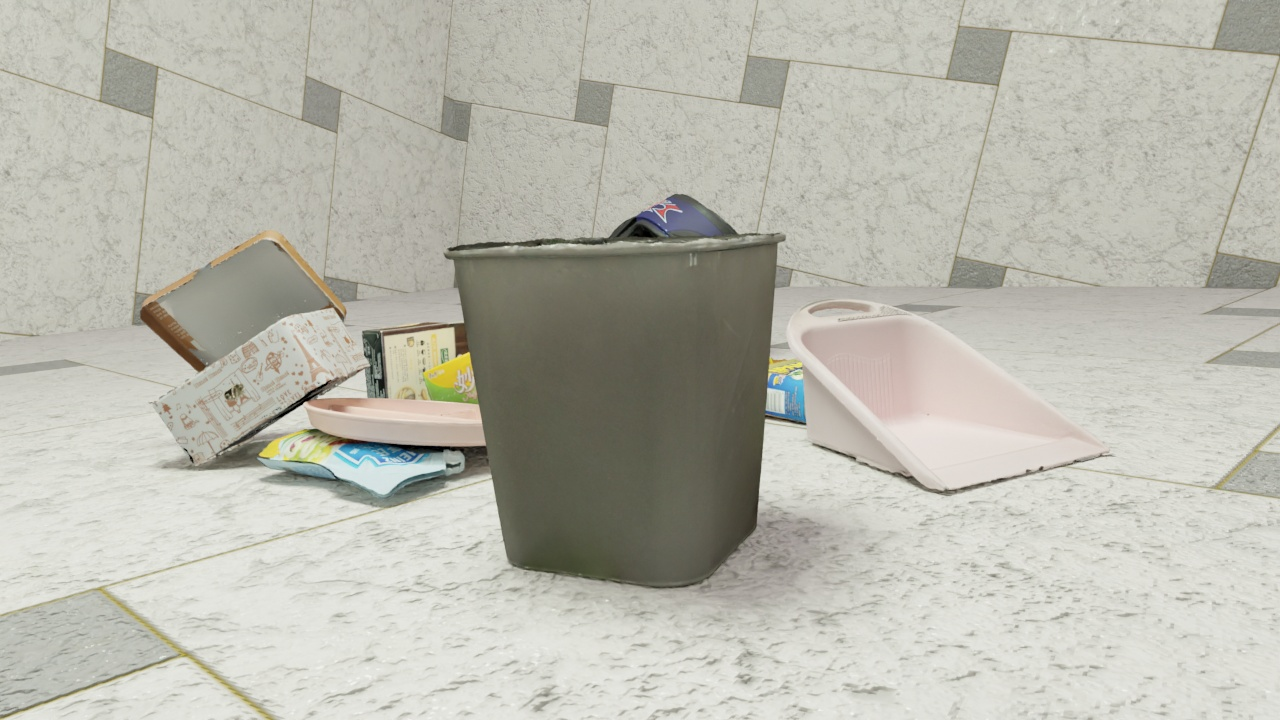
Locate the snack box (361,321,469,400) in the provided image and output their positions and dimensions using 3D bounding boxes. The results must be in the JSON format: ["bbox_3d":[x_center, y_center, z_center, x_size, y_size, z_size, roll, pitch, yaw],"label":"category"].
[{"bbox_3d":[-0.271,0.013,1.125,0.053,0.113,0.125,4,10,38],"label":"snack box"}]

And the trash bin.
[{"bbox_3d":[-0.010,0.021,0.640,0.199,0.220,0.198,3,10,25],"label":"trash bin"}]

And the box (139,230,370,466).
[{"bbox_3d":[-0.414,-0.025,0.960,0.183,0.187,0.155,-31,6,6],"label":"box"}]

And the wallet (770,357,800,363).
[{"bbox_3d":[0.208,0.014,1.229,0.108,0.031,0.131,4,2,33],"label":"wallet"}]

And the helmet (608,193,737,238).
[{"bbox_3d":[0.040,-0.124,1.514,0.240,0.247,0.315,-46,5,-2],"label":"helmet"}]

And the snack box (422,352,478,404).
[{"bbox_3d":[-0.137,-0.002,1.118,0.158,0.070,0.209,-20,5,32],"label":"snack box"}]

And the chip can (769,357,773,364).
[{"bbox_3d":[0.068,0.030,1.055,0.073,0.073,0.216,5,11,42],"label":"chip can"}]

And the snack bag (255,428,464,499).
[{"bbox_3d":[-0.258,0.093,0.849,0.191,0.039,0.110,5,3,34],"label":"snack bag"}]

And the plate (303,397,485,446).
[{"bbox_3d":[-0.218,0.061,0.922,0.229,0.028,0.229,5,1,0],"label":"plate"}]

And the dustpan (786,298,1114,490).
[{"bbox_3d":[0.267,0.016,0.877,0.222,0.139,0.274,-7,9,-32],"label":"dustpan"}]

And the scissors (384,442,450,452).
[{"bbox_3d":[-0.216,0.084,0.977,0.165,0.012,0.157,-6,8,-32],"label":"scissors"}]

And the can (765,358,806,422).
[{"bbox_3d":[0.186,0.035,1.046,0.101,0.057,0.083,-11,14,-43],"label":"can"}]
